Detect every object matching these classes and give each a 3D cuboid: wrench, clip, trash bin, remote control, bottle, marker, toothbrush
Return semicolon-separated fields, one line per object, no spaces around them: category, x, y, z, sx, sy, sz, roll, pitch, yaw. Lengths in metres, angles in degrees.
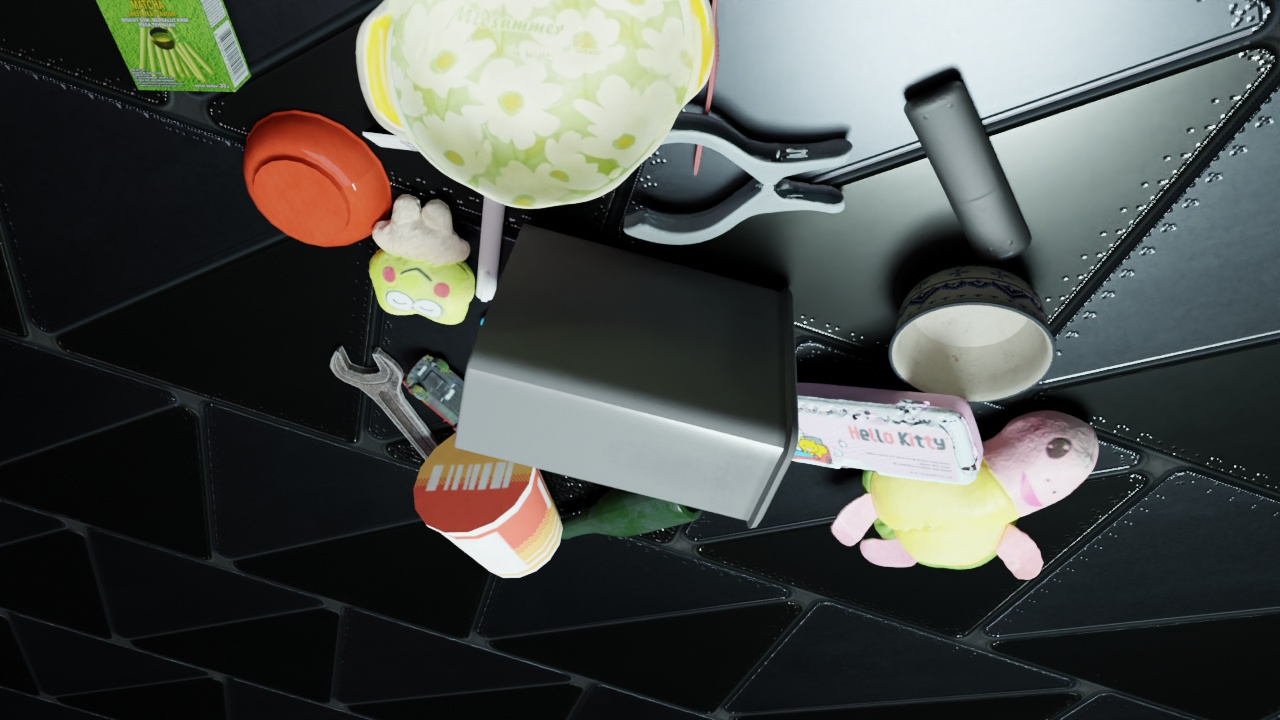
wrench;-0.224;0.083;0.950;0.070;0.010;0.273;-11;130;23
clip;0.059;-0.148;0.632;0.172;0.029;0.143;-8;137;11
trash bin;-0.004;0.004;0.682;0.220;0.191;0.098;14;129;-4
remote control;-0.143;-0.161;0.678;0.124;0.011;0.028;9;177;13
bottle;-0.021;0.156;0.940;0.175;0.055;0.055;-22;125;32
marker;-0.120;-0.101;0.739;0.017;0.020;0.134;8;135;-8
remote control;0.228;-0.124;0.632;0.041;0.020;0.152;-21;127;28
toothbrush;0.049;-0.200;0.607;0.016;0.015;0.185;8;136;1

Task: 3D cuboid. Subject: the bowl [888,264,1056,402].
bowl;0.248;-0.026;0.690;0.115;0.059;0.116;10;143;7

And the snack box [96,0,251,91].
snack box;-0.337;-0.261;0.634;0.080;0.025;0.148;4;134;10

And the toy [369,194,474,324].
toy;-0.181;-0.082;0.757;0.092;0.046;0.115;13;127;4

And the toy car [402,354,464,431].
toy car;-0.183;0.034;0.870;0.091;0.042;0.036;41;159;-16

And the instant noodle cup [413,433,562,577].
instant noodle cup;-0.144;0.149;0.925;0.123;0.123;0.121;-5;139;18

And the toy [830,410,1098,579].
toy;0.279;0.115;0.805;0.239;0.087;0.190;-36;97;32

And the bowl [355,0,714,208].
bowl;-0.066;-0.195;0.575;0.219;0.060;0.189;-11;119;-14

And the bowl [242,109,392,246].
bowl;-0.263;-0.135;0.730;0.122;0.035;0.122;7;134;7

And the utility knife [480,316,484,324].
utility knife;-0.084;-0.053;0.782;0.159;0.015;0.031;-28;119;35

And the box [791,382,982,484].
box;0.175;0.056;0.756;0.203;0.044;0.086;5;137;40
